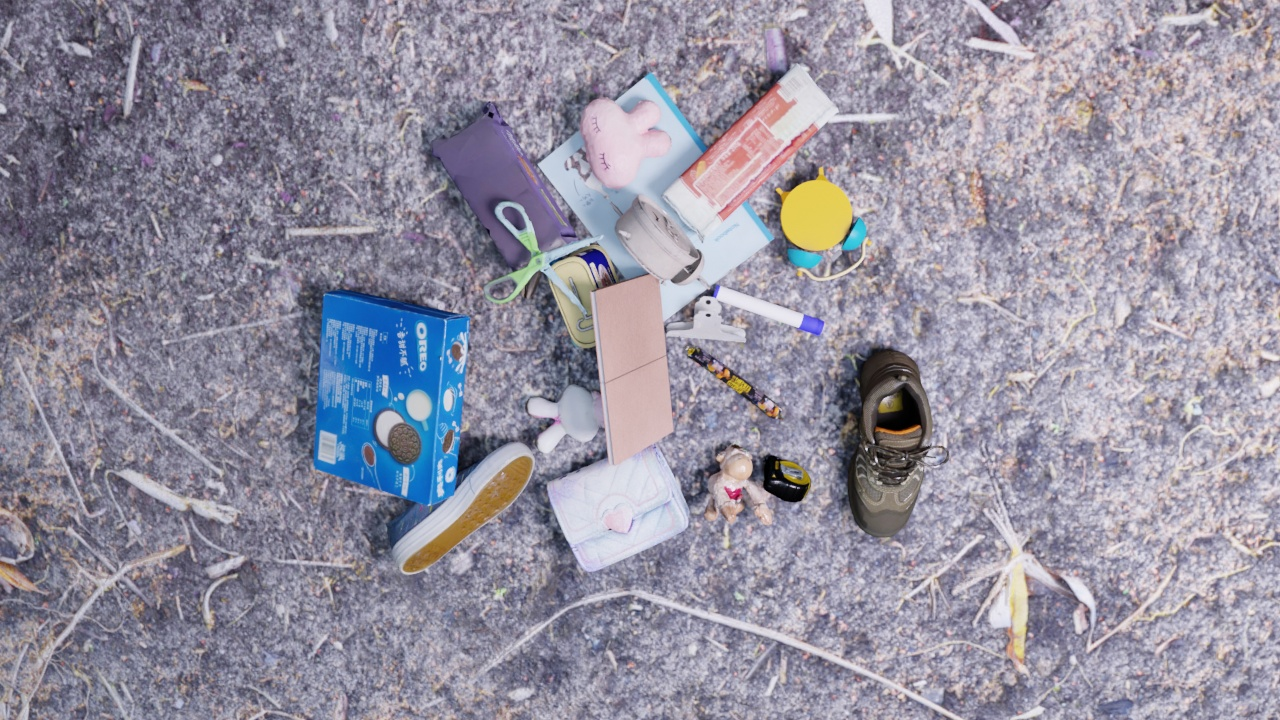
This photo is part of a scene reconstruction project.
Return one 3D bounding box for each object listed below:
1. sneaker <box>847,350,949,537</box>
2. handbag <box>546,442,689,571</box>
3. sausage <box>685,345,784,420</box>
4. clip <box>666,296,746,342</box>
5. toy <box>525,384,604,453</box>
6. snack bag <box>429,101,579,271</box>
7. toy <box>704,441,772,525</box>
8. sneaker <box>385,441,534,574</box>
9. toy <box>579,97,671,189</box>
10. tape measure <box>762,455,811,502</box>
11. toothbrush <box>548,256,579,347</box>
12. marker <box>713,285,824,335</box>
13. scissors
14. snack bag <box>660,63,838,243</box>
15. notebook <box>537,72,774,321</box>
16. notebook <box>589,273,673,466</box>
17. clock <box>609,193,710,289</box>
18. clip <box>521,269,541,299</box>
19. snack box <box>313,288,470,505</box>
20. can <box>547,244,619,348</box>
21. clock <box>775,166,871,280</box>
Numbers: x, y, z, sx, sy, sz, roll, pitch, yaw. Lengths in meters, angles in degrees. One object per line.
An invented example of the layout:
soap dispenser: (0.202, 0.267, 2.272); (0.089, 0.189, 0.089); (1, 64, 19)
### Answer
sneaker: (0.313, 0.114, 1.106); (0.101, 0.142, 0.238); (0, 101, 4)
handbag: (-0.029, 0.187, 1.186); (0.159, 0.069, 0.126); (-25, 96, 11)
sausage: (0.121, 0.027, 1.168); (0.155, 0.020, 0.020); (36, 101, -3)
clip: (0.083, -0.046, 1.144); (0.102, 0.045, 0.056); (4, 134, 3)
toy: (-0.086, 0.071, 1.184); (0.123, 0.038, 0.079); (-13, 87, 7)
snack bag: (-0.167, -0.206, 1.121); (0.096, 0.058, 0.205); (-33, 90, 10)
toy: (0.126, 0.156, 1.172); (0.085, 0.074, 0.106); (7, 79, -28)
sneaker: (-0.239, 0.179, 1.206); (0.235, 0.087, 0.079); (-42, 60, 7)
toy: (-0.018, -0.267, 1.101); (0.105, 0.053, 0.108); (-21, 96, -7)
tape measure: (0.186, 0.150, 1.164); (0.061, 0.061, 0.034); (21, 116, -3)
toothbrush: (-0.096, -0.082, 1.169); (0.022, 0.017, 0.135); (-14, 96, 7)
marker: (0.160, -0.063, 1.149); (0.141, 0.020, 0.020); (19, 101, 1)
scissors: (-0.120, -0.120, 1.072); (0.172, 0.023, 0.172); (-22, 83, 21)
snack bag: (0.129, -0.247, 1.101); (0.225, 0.041, 0.077); (-43, 95, 8)
notebook: (0.019, -0.198, 1.140); (0.181, 0.009, 0.253); (-37, 96, 10)
notebook: (-0.007, 0.007, 1.114); (0.008, 0.141, 0.209); (3, 105, 32)
clock: (0.028, -0.130, 1.106); (0.061, 0.103, 0.157); (-42, 121, 17)
clip: (-0.142, -0.110, 1.162); (0.059, 0.026, 0.052); (-39, 93, 10)
snack box: (-0.316, 0.043, 1.153); (0.196, 0.056, 0.239); (12, 102, 25)
can: (-0.062, -0.078, 1.122); (0.057, 0.092, 0.116); (-19, 98, 17)
clock: (0.219, -0.163, 1.116); (0.099, 0.043, 0.129); (-24, 90, 8)
